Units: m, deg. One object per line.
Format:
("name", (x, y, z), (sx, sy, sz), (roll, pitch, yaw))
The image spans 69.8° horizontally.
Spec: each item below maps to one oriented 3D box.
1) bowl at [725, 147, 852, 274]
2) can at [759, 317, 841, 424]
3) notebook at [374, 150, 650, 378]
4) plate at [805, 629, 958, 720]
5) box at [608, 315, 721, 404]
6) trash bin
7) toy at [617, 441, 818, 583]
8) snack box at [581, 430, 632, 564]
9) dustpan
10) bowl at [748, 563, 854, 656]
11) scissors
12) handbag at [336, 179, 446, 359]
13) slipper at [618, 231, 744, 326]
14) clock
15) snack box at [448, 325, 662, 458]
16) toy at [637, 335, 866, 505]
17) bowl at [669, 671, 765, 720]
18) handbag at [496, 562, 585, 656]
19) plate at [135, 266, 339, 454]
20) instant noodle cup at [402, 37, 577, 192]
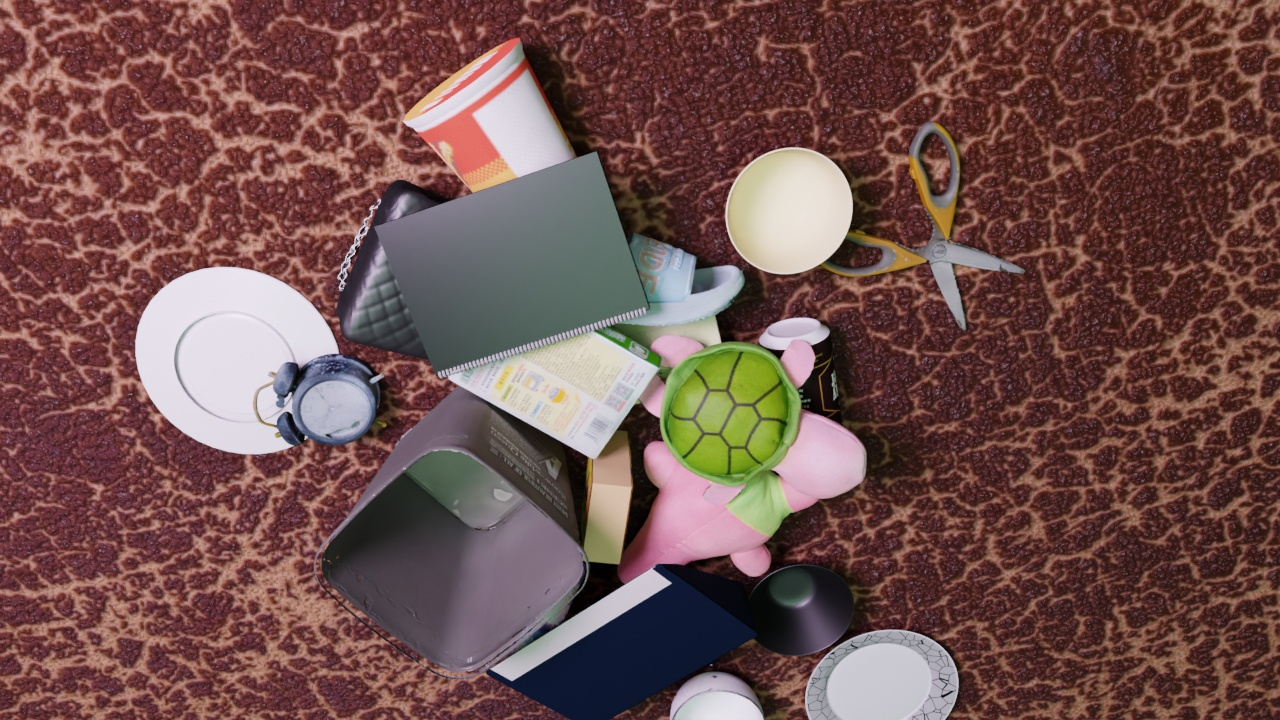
("bowl", (0.136, -0.150, 0.881), (0.118, 0.074, 0.118), (-1, 111, -2))
("can", (0.167, 0.025, 0.952), (0.072, 0.071, 0.129), (-12, 111, 2))
("notebook", (-0.112, -0.081, 0.815), (0.207, 0.016, 0.149), (-17, 106, 8))
("plate", (0.296, 0.406, 1.136), (0.188, 0.016, 0.189), (-1, 111, -2))
("box", (-0.009, -0.004, 0.949), (0.188, 0.091, 0.083), (-10, 76, 1))
("trash bin", (-0.170, 0.145, 0.904), (0.198, 0.219, 0.197), (-42, 107, 13))
("toy", (0.068, 0.167, 0.990), (0.237, 0.096, 0.192), (-40, 95, 13))
("snack box", (-0.036, 0.138, 0.958), (0.040, 0.125, 0.088), (7, 111, -5))
("dustpan", (0.008, 0.311, 1.014), (0.237, 0.080, 0.273), (-36, 125, 18))
("bowl", (0.179, 0.274, 1.059), (0.124, 0.052, 0.124), (-1, 111, -2))
("scissors", (0.290, -0.132, 0.926), (0.225, 0.016, 0.225), (8, 111, -6))
("handbag", (-0.215, -0.086, 0.894), (0.125, 0.115, 0.154), (21, 98, -28))
("slipper", (-0.021, -0.083, 0.889), (0.245, 0.104, 0.074), (2, 114, 1))
("clock", (-0.327, 0.042, 0.940), (0.129, 0.052, 0.090), (-3, 114, -13))
("snack box", (-0.084, 0.007, 0.882), (0.168, 0.027, 0.132), (30, 122, -8))
("toy", (0.104, 0.060, 0.891), (0.238, 0.087, 0.190), (30, 98, 0))
("bowl", (0.090, 0.421, 1.107), (0.113, 0.063, 0.113), (-1, 113, -2))
("handbag", (-0.136, 0.276, 1.014), (0.068, 0.144, 0.170), (34, 133, -7))
("plate", (-0.417, 0.006, 0.949), (0.208, 0.015, 0.209), (-1, 111, -2))
("instant noodle cup", (-0.126, -0.202, 0.831), (0.123, 0.123, 0.121), (-31, 117, 9))
